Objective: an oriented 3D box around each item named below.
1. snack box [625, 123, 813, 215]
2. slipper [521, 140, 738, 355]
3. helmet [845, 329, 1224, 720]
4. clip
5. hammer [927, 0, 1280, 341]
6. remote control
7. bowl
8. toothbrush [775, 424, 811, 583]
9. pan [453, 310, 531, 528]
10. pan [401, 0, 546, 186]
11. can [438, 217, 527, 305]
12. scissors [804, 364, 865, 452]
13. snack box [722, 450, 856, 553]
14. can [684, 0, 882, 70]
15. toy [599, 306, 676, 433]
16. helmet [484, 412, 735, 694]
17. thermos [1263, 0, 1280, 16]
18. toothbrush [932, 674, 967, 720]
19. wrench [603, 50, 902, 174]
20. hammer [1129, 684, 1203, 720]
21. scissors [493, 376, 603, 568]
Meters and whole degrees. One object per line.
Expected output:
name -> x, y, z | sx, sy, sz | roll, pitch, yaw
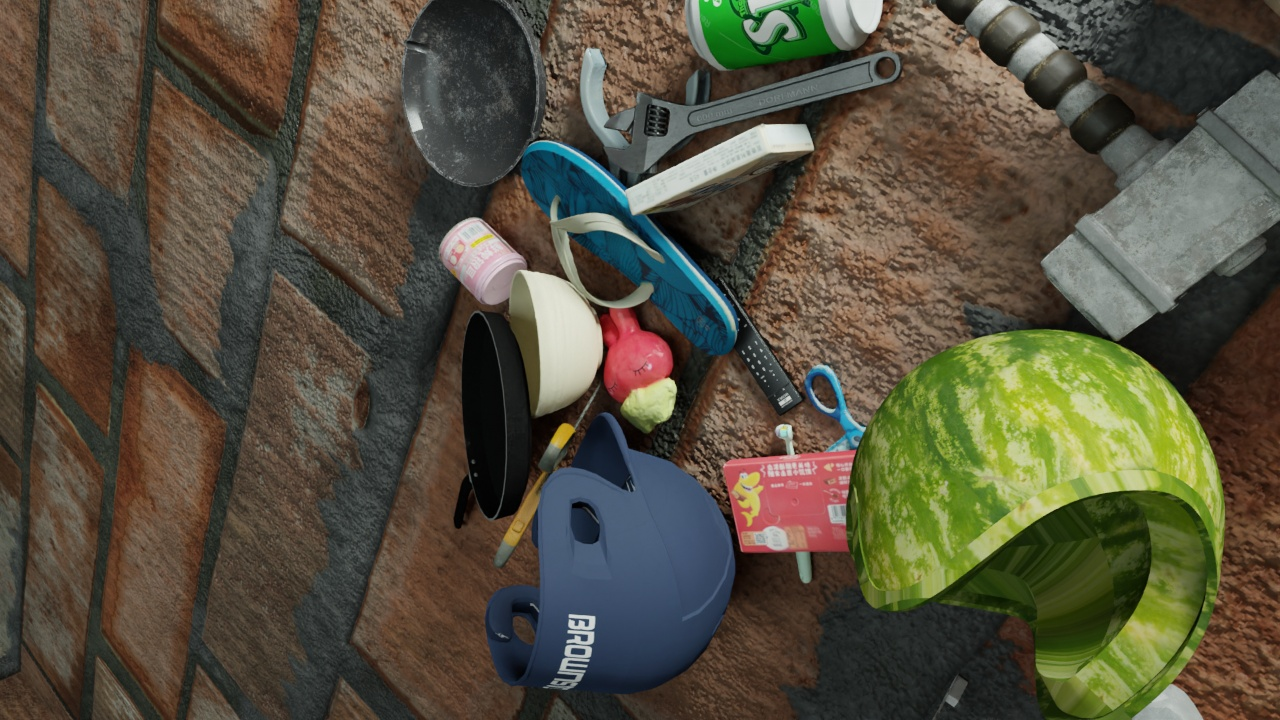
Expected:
snack box -> 0.067, -0.165, 0.797 | 0.150, 0.081, 0.026 | -18, 91, 39
slipper -> -0.026, -0.105, 0.874 | 0.295, 0.060, 0.118 | 44, 149, 16
helmet -> 0.259, 0.094, 0.632 | 0.213, 0.247, 0.243 | 33, 101, -11
clip -> -0.006, -0.236, 0.867 | 0.165, 0.032, 0.165 | -35, 80, 38
hammer -> 0.289, -0.185, 0.627 | 0.326, 0.079, 0.177 | 51, 126, 14
remote control -> 0.103, -0.014, 0.858 | 0.030, 0.009, 0.140 | -40, 78, 37
bowl -> -0.084, -0.019, 0.939 | 0.151, 0.075, 0.150 | 175, 90, -72
toothbrush -> 0.146, 0.136, 0.864 | 0.022, 0.015, 0.155 | 6, 107, 62
pan -> -0.177, 0.099, 1.043 | 0.357, 0.034, 0.225 | 113, 146, -48
pan -> -0.143, -0.347, 0.932 | 0.207, 0.040, 0.358 | 41, 122, 21
can -> -0.171, -0.107, 1.000 | 0.076, 0.067, 0.067 | 44, 124, 20
scissors -> 0.194, 0.058, 0.811 | 0.134, 0.011, 0.140 | -41, 78, 38
snack box -> 0.146, 0.131, 0.839 | 0.133, 0.021, 0.089 | -8, 98, 33
can -> 0.112, -0.283, 0.727 | 0.140, 0.087, 0.088 | 3, 104, 36
toy -> -0.006, 0.005, 0.920 | 0.092, 0.045, 0.135 | -30, 76, 43
helmet -> -0.023, 0.182, 0.886 | 0.233, 0.222, 0.272 | 117, 147, -42
thermos -> 0.415, -0.226, 0.475 | 0.173, 0.172, 0.226 | -41, 83, 37
toothbrush -> 0.232, 0.311, 0.743 | 0.010, 0.181, 0.010 | 33, 125, 22
wrench -> 0.086, -0.216, 0.786 | 0.274, 0.018, 0.073 | -8, 100, 28
hammer -> 0.321, 0.361, 0.784 | 0.131, 0.039, 0.329 | 52, 127, 12
scissors -> -0.086, 0.102, 0.905 | 0.016, 0.225, 0.230 | 29, 164, 1
